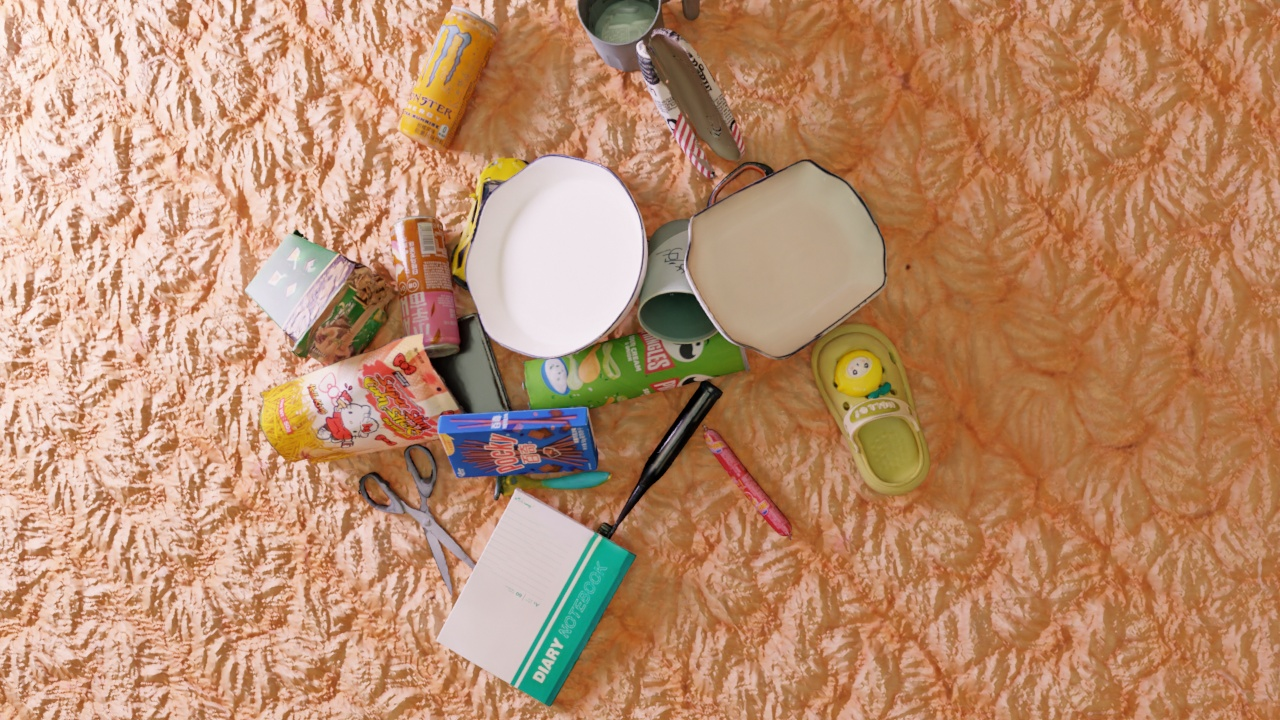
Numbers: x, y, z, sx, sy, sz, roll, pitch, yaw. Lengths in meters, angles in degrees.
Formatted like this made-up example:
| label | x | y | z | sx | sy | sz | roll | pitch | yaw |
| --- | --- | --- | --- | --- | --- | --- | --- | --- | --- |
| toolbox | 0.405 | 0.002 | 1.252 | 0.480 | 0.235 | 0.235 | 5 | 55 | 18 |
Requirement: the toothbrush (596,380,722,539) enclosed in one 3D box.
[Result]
| label | x | y | z | sx | sy | sz | roll | pitch | yaw |
| --- | --- | --- | --- | --- | --- | --- | --- | --- | --- |
| toothbrush | 0.017 | 0.113 | 0.995 | 0.027 | 0.026 | 0.213 | 35 | 96 | -9 |

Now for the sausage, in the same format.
| label | x | y | z | sx | sy | sz | roll | pitch | yaw |
| --- | --- | --- | --- | --- | --- | --- | --- | --- | --- |
| sausage | 0.114 | 0.132 | 0.989 | 0.020 | 0.020 | 0.156 | -39 | 87 | 6 |

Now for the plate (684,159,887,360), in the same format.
| label | x | y | z | sx | sy | sz | roll | pitch | yaw |
| --- | --- | --- | --- | --- | --- | --- | --- | --- | --- |
| plate | 0.142 | -0.098 | 0.902 | 0.264 | 0.034 | 0.162 | -33 | 90 | -36 |

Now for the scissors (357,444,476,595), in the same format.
| label | x | y | z | sx | sy | sz | roll | pitch | yaw |
| --- | --- | --- | --- | --- | --- | --- | --- | --- | --- |
| scissors | -0.244 | 0.175 | 1.030 | 0.159 | 0.014 | 0.172 | 13 | 94 | 5 |

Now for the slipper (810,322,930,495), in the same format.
| label | x | y | z | sx | sy | sz | roll | pitch | yaw |
| --- | --- | --- | --- | --- | --- | --- | --- | --- | --- |
| slipper | 0.245 | 0.051 | 0.943 | 0.091 | 0.081 | 0.190 | -23 | 92 | 3 |

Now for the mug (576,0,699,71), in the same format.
| label | x | y | z | sx | sy | sz | roll | pitch | yaw |
| --- | --- | --- | --- | --- | --- | --- | --- | --- | --- |
| mug | 0.002 | -0.356 | 0.942 | 0.124 | 0.103 | 0.083 | -16 | 90 | 5 |

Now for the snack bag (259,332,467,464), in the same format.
| label | x | y | z | sx | sy | sz | roll | pitch | yaw |
| --- | --- | --- | --- | --- | --- | --- | --- | --- | --- |
| snack bag | -0.296 | 0.051 | 0.985 | 0.208 | 0.073 | 0.129 | -14 | 120 | 16 |

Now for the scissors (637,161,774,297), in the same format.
| label | x | y | z | sx | sy | sz | roll | pitch | yaw |
| --- | --- | --- | --- | --- | --- | --- | --- | --- | --- |
| scissors | 0.072 | -0.117 | 0.983 | 0.224 | 0.021 | 0.221 | 35 | 95 | 3 |

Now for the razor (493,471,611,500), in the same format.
| label | x | y | z | sx | sy | sz | roll | pitch | yaw |
| --- | --- | --- | --- | --- | --- | --- | --- | --- | --- |
| razor | -0.095 | 0.131 | 1.005 | 0.132 | 0.028 | 0.043 | -4 | 59 | 8 |

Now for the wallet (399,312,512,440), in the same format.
| label | x | y | z | sx | sy | sz | roll | pitch | yaw |
| --- | --- | --- | --- | --- | --- | --- | --- | --- | --- |
| wallet | -0.205 | 0.018 | 1.018 | 0.096 | 0.020 | 0.122 | -18 | 89 | 1 |

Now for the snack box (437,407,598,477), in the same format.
| label | x | y | z | sx | sy | sz | roll | pitch | yaw |
| --- | --- | --- | --- | --- | --- | --- | --- | --- | --- |
| snack box | -0.127 | 0.088 | 0.971 | 0.157 | 0.085 | 0.026 | -4 | 49 | 4 |

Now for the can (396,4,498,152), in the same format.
| label | x | y | z | sx | sy | sz | roll | pitch | yaw |
| --- | --- | --- | --- | --- | --- | --- | --- | --- | --- |
| can | -0.207 | -0.301 | 0.988 | 0.058 | 0.058 | 0.146 | 25 | 94 | 5 |

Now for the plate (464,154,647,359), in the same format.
| label | x | y | z | sx | sy | sz | roll | pitch | yaw |
| --- | --- | --- | --- | --- | --- | --- | --- | --- | --- |
| plate | -0.081 | -0.101 | 0.919 | 0.205 | 0.045 | 0.204 | -4 | 82 | 28 |

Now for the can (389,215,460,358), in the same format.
| label | x | y | z | sx | sy | sz | roll | pitch | yaw |
| --- | --- | --- | --- | --- | --- | --- | --- | --- | --- |
| can | -0.232 | -0.078 | 0.989 | 0.058 | 0.058 | 0.147 | -10 | 83 | 6 |

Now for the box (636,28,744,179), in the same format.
| label | x | y | z | sx | sy | sz | roll | pitch | yaw |
| --- | --- | --- | --- | --- | --- | --- | --- | --- | --- |
| box | 0.057 | -0.265 | 0.927 | 0.079 | 0.074 | 0.163 | -33 | 128 | 9 |

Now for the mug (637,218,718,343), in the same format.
| label | x | y | z | sx | sy | sz | roll | pitch | yaw |
| --- | --- | --- | --- | --- | --- | --- | --- | --- | --- |
| mug | 0.057 | -0.082 | 0.919 | 0.112 | 0.082 | 0.106 | 0 | 52 | 10 |

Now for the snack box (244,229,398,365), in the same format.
| label | x | y | z | sx | sy | sz | roll | pitch | yaw |
| --- | --- | --- | --- | --- | --- | --- | --- | --- | --- |
| snack box | -0.348 | -0.066 | 0.986 | 0.105 | 0.118 | 0.117 | 32 | 81 | 15 |

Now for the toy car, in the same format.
| label | x | y | z | sx | sy | sz | roll | pitch | yaw |
| --- | --- | --- | --- | --- | --- | --- | --- | --- | --- |
| toy car | -0.158 | -0.147 | 0.997 | 0.071 | 0.041 | 0.156 | 19 | 93 | 5 |

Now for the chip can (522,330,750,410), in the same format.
| label | x | y | z | sx | sy | sz | roll | pitch | yaw |
| --- | --- | --- | --- | --- | --- | --- | --- | --- | --- |
| chip can | -0.006 | 0.006 | 0.971 | 0.236 | 0.072 | 0.072 | -14 | 90 | 7 |

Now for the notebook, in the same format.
| label | x | y | z | sx | sy | sz | roll | pitch | yaw |
| --- | --- | --- | --- | --- | --- | --- | --- | --- | --- |
| notebook | -0.116 | 0.261 | 1.005 | 0.150 | 0.012 | 0.209 | 29 | 103 | 3 |
